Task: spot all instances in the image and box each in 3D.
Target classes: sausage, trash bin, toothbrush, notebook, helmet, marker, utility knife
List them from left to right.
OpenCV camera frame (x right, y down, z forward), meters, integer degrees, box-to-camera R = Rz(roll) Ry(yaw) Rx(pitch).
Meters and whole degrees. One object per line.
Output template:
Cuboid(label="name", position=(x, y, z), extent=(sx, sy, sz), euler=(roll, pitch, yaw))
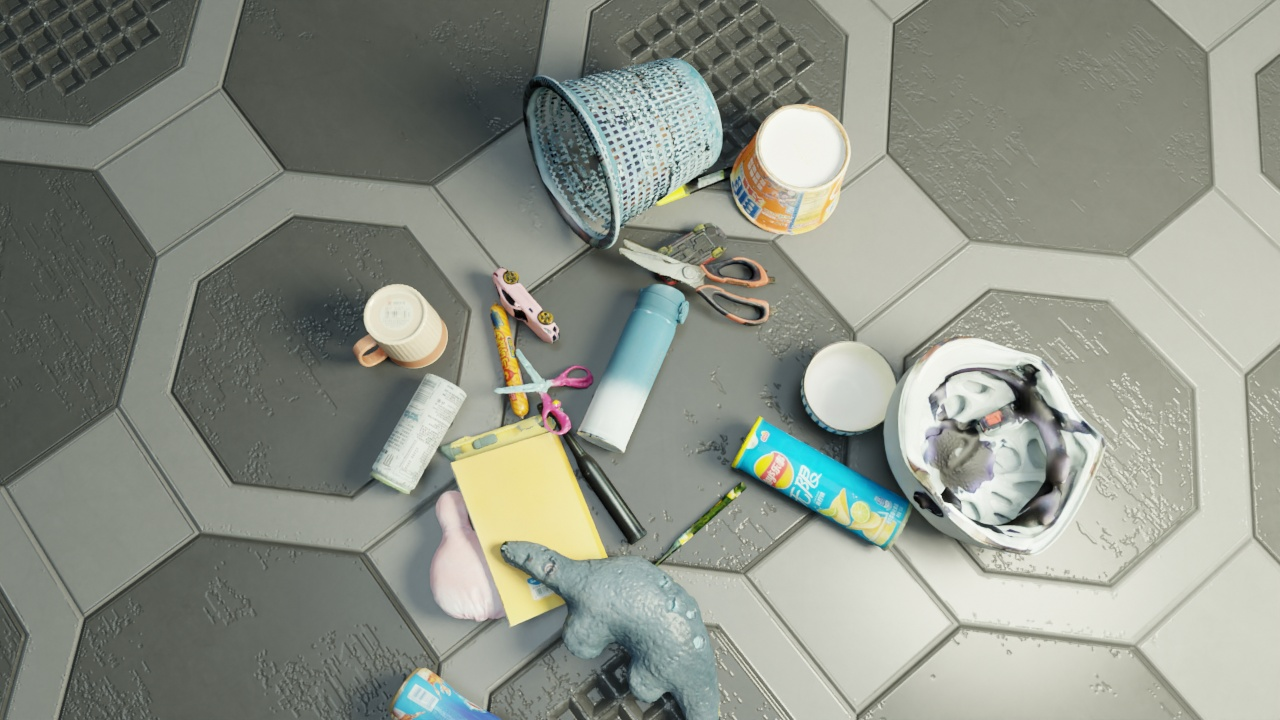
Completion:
Cuboid(label="utility knife", position=(-0.174, 0.095, 1.169), extent=(0.162, 0.018, 0.031), euler=(-18, 80, -9))
Cuboid(label="sausage", position=(-0.170, -0.002, 1.188), extent=(0.021, 0.021, 0.165), euler=(-15, 75, -3))
Cuboid(label="notebook", position=(-0.129, 0.198, 1.114), extent=(0.145, 0.010, 0.206), euler=(-17, 75, -28))
Cuboid(label="toothbrush", position=(-0.064, 0.136, 1.145), extent=(0.027, 0.026, 0.212), euler=(-28, 76, -39))
Cuboid(label="trash bin", position=(-0.012, -0.283, 1.176), extent=(0.194, 0.227, 0.226), euler=(-27, 76, -19))
Cuboid(label="toothbrush", position=(0.058, 0.211, 1.135), extent=(0.185, 0.012, 0.017), euler=(-40, 67, -9))
Cuboid(label="marker", position=(0.074, -0.238, 1.252), extent=(0.124, 0.015, 0.018), euler=(-22, 75, -8))
Cuboid(label="helmet", position=(0.389, 0.102, 1.084), extent=(0.258, 0.146, 0.228), euler=(38, 73, -2))

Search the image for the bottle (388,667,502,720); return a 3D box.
Cuboid(label="bottle", position=(-0.183, 0.436, 1.052), extent=(0.219, 0.065, 0.065), euler=(30, 78, 7))

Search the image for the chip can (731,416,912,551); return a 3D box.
Cuboid(label="chip can", position=(0.219, 0.149, 1.117), extent=(0.210, 0.071, 0.071), euler=(29, 77, 8))

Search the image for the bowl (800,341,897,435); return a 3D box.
Cuboid(label="bowl", position=(0.256, 0.040, 1.148), extent=(0.116, 0.066, 0.116), euler=(0, 75, 0))

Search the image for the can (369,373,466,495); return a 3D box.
Cuboid(label="can", position=(-0.277, 0.091, 1.146), extent=(0.058, 0.058, 0.146), euler=(26, 77, 7))

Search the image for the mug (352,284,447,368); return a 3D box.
Cuboid(label="mug", position=(-0.308, -0.034, 1.155), extent=(0.114, 0.106, 0.081), euler=(-33, 77, -8))

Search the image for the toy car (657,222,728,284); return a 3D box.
Cuboid(label="toy car", position=(0.067, -0.142, 1.216), extent=(0.106, 0.031, 0.049), euler=(-34, 79, -13))

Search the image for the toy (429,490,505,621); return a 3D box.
Cuboid(label="toy", position=(-0.195, 0.233, 1.110), extent=(0.121, 0.054, 0.159), euler=(-5, 76, -9))

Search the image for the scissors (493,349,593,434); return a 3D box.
Cuboid(label="scissors", position=(-0.117, 0.034, 1.164), extent=(0.135, 0.017, 0.133), euler=(-25, 67, -27))

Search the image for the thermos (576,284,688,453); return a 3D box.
Cuboid(label="thermos", position=(-0.007, 0.007, 1.161), extent=(0.070, 0.070, 0.220), euler=(23, 77, 6))

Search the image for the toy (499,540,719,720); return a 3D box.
Cuboid(label="toy", position=(-0.006, 0.307, 1.066), extent=(0.356, 0.091, 0.138), euler=(42, 85, 1))

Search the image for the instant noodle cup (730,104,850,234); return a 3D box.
Cuboid(label="instant noodle cup", position=(0.200, -0.254, 1.198), extent=(0.151, 0.111, 0.151), euler=(1, 77, -3))

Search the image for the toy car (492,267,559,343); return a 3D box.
Cuboid(label="toy car", position=(-0.151, -0.069, 1.188), extent=(0.037, 0.056, 0.122), euler=(-39, 78, -13))

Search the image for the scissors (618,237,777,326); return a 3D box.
Cuboid(label="scissors", position=(0.079, -0.118, 1.184), extent=(0.193, 0.015, 0.206), euler=(-34, 91, -22))
